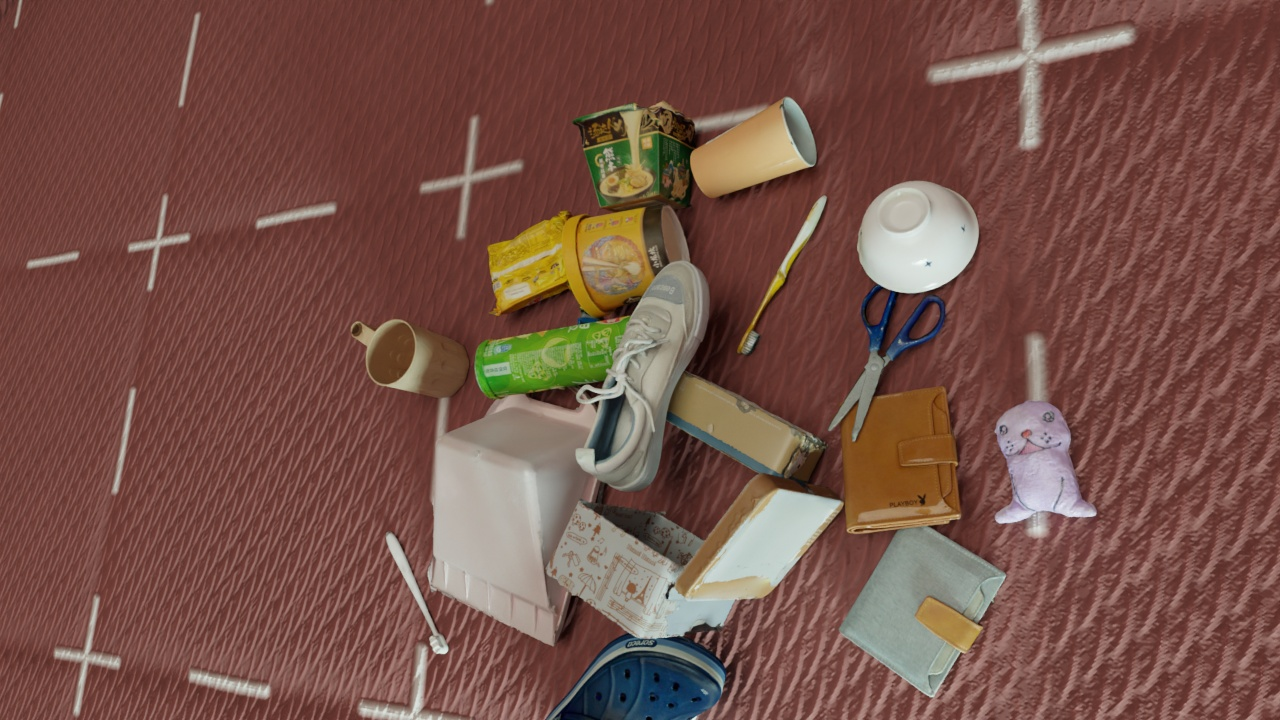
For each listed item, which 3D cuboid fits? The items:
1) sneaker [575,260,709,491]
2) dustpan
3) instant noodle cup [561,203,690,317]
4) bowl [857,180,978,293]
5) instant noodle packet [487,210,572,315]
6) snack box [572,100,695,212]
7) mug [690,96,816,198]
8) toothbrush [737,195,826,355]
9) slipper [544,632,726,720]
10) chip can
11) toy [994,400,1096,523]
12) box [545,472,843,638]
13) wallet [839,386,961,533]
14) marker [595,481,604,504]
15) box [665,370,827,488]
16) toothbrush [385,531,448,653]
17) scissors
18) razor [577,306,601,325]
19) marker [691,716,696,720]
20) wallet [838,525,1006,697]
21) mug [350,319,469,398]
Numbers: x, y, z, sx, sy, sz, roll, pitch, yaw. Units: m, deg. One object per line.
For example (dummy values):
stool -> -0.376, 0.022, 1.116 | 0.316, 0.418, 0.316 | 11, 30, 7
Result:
sneaker -> -0.005, 0.005, 0.911 | 0.090, 0.090, 0.242 | 8, 77, 40
dustpan -> -0.133, 0.163, 1.082 | 0.223, 0.138, 0.274 | 15, 112, 37
instant noodle cup -> -0.012, -0.118, 1.033 | 0.115, 0.118, 0.118 | -13, 71, 19
bowl -> 0.262, -0.132, 0.892 | 0.118, 0.064, 0.118 | -10, 67, 25
instant noodle packet -> -0.135, -0.117, 1.142 | 0.129, 0.044, 0.110 | -20, 62, 21
snack box -> -0.002, -0.225, 1.058 | 0.118, 0.118, 0.105 | -6, 85, 29
mug -> 0.120, -0.227, 1.003 | 0.123, 0.078, 0.078 | -18, 69, 30
toothbrush -> 0.154, -0.090, 0.982 | 0.018, 0.016, 0.191 | 30, 94, 22
slipper -> -0.027, 0.359, 0.902 | 0.253, 0.105, 0.095 | -44, 15, 27
chip can -> -0.081, -0.004, 1.043 | 0.222, 0.072, 0.072 | -9, 73, 17
toy -> 0.348, 0.089, 0.809 | 0.084, 0.039, 0.108 | -16, 71, 36
box -> 0.044, 0.164, 0.888 | 0.156, 0.180, 0.227 | 44, 104, 32
wallet -> 0.242, 0.093, 0.862 | 0.108, 0.031, 0.131 | -12, 60, 27
marker -> -0.052, 0.160, 1.039 | 0.015, 0.018, 0.123 | 7, 80, 27
box -> 0.094, 0.065, 0.937 | 0.184, 0.089, 0.059 | 26, 92, 35
toothbrush -> -0.284, 0.287, 1.146 | 0.016, 0.016, 0.180 | -42, 61, 13
scissors -> 0.227, -0.006, 0.901 | 0.171, 0.012, 0.140 | -35, 56, 6
razor -> -0.062, -0.095, 1.104 | 0.022, 0.042, 0.142 | -31, 56, 51
marker -> 0.034, 0.389, 0.933 | 0.022, 0.018, 0.131 | 32, 96, 23
wallet -> 0.255, 0.222, 0.832 | 0.106, 0.037, 0.130 | 32, 94, 34
mug -> -0.296, -0.007, 1.175 | 0.125, 0.103, 0.084 | 28, 92, 33
